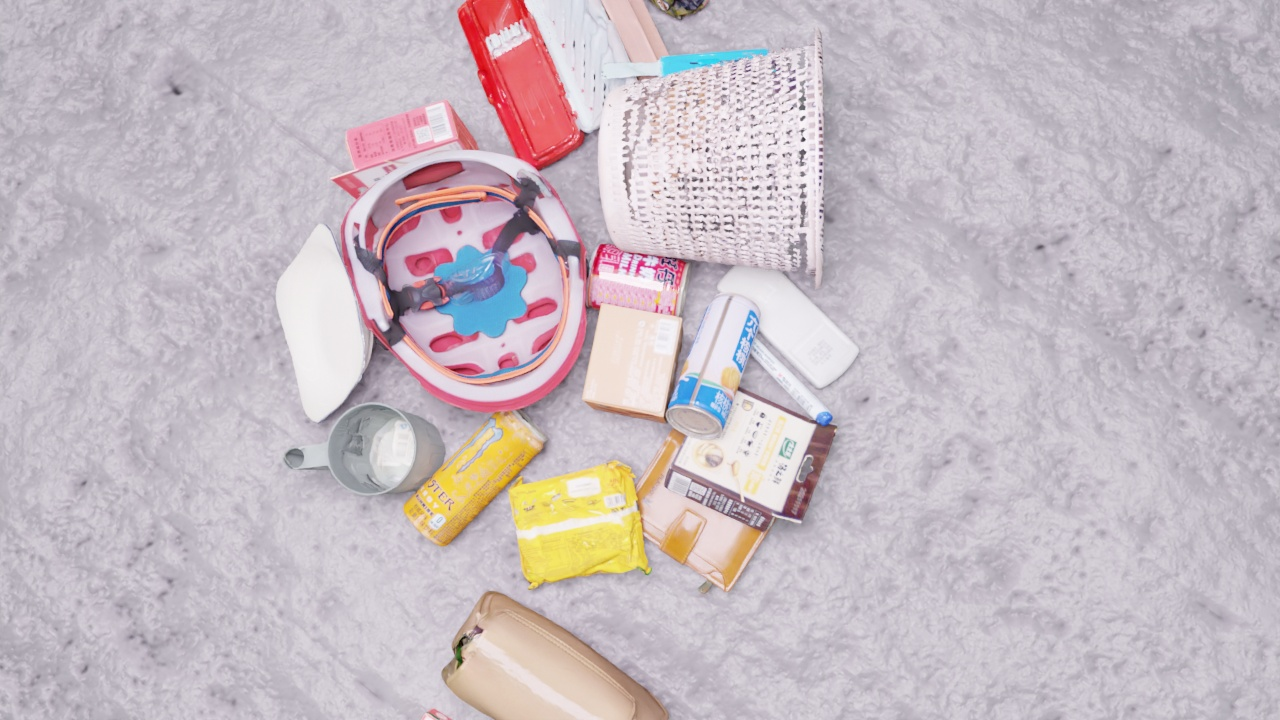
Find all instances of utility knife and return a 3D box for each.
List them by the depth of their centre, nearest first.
[{"bbox_3d":[0.051,-0.286,0.897,0.207,0.018,0.034,-13,76,-28],"label":"utility knife"}]

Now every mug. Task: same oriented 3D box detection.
[{"bbox_3d":[-0.258,0.088,0.873,0.124,0.103,0.083,-6,82,4],"label":"mug"}]

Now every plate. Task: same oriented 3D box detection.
[{"bbox_3d":[-0.300,-0.035,0.893,0.034,0.165,0.163,-7,72,-42],"label":"plate"}]

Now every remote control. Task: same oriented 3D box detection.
[{"bbox_3d":[0.145,-0.040,0.903,0.058,0.021,0.150,-43,81,-3],"label":"remote control"}]

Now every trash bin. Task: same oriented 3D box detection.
[{"bbox_3d":[0.069,-0.177,0.834,0.192,0.227,0.227,0,82,10],"label":"trash bin"}]

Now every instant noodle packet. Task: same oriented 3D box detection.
[{"bbox_3d":[-0.057,0.155,0.868,0.129,0.044,0.110,-12,87,19],"label":"instant noodle packet"}]

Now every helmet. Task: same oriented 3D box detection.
[{"bbox_3d":[-0.154,-0.072,0.872,0.207,0.144,0.240,-22,94,-5],"label":"helmet"}]

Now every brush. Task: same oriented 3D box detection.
[{"bbox_3d":[-0.003,-0.305,0.926,0.063,0.073,0.145,-25,83,-1],"label":"brush"}]

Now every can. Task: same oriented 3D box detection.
[{"bbox_3d":[0.069,0.003,0.844,0.053,0.053,0.134,19,60,6],"label":"can"},{"bbox_3d":[-0.159,0.109,0.886,0.058,0.058,0.146,44,87,9],"label":"can"},{"bbox_3d":[-0.002,-0.075,0.896,0.094,0.066,0.066,12,83,6],"label":"can"}]

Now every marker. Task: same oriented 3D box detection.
[{"bbox_3d":[0.130,0.008,0.876,0.017,0.017,0.146,-40,61,-2],"label":"marker"}]

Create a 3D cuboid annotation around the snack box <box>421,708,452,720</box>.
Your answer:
[{"bbox_3d":[-0.153,0.402,0.860,0.156,0.027,0.077,29,85,7],"label":"snack box"}]

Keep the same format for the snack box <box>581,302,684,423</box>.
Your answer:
[{"bbox_3d":[-0.005,0.005,0.871,0.077,0.094,0.092,10,83,5],"label":"snack box"}]

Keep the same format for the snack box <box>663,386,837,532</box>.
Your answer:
[{"bbox_3d":[0.102,0.089,0.851,0.126,0.053,0.113,25,57,7],"label":"snack box"}]

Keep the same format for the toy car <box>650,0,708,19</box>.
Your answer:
[{"bbox_3d":[0.008,-0.422,0.956,0.158,0.042,0.070,42,87,7],"label":"toy car"}]

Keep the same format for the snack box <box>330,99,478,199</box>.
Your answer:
[{"bbox_3d":[-0.230,-0.200,0.906,0.127,0.113,0.044,-17,82,1],"label":"snack box"}]

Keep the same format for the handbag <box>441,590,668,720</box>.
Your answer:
[{"bbox_3d":[-0.080,0.292,0.809,0.204,0.148,0.099,30,83,12],"label":"handbag"}]

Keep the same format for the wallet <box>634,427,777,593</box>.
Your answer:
[{"bbox_3d":[0.055,0.148,0.881,0.131,0.035,0.119,32,82,11],"label":"wallet"}]

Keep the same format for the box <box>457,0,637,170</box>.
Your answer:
[{"bbox_3d":[-0.094,-0.312,0.928,0.161,0.049,0.201,-27,79,25],"label":"box"}]
